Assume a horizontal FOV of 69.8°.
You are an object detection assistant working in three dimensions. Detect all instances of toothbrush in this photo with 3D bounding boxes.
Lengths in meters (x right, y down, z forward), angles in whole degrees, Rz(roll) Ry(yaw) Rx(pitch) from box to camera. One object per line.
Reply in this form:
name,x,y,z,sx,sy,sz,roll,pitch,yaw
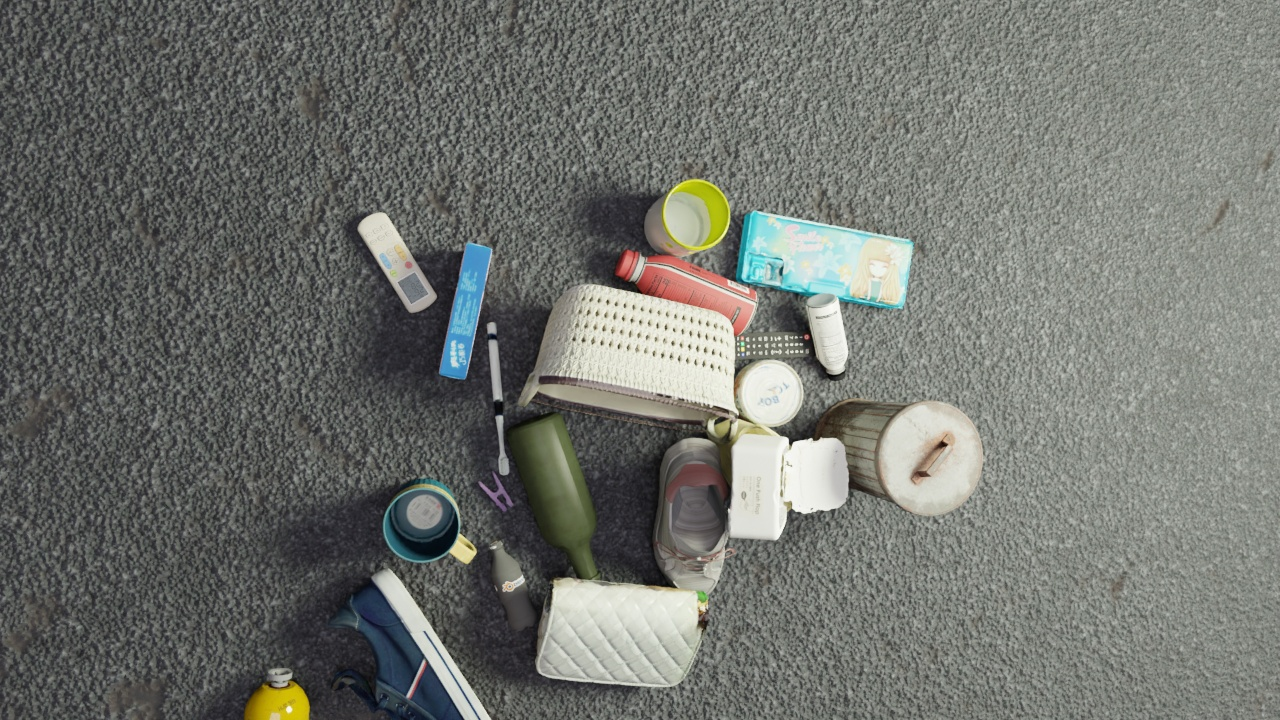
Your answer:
toothbrush,-0.172,0.047,1.112,0.012,0.017,0.187,-6,91,-26

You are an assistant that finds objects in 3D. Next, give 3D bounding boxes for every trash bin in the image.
trash bin,0.308,0.110,1.116,0.130,0.211,0.131,0,90,-12

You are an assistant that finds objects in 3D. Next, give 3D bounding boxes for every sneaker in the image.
sneaker,0.063,0.211,1.085,0.099,0.089,0.236,-2,120,2
sneaker,-0.260,0.393,1.053,0.127,0.121,0.294,-35,94,-23

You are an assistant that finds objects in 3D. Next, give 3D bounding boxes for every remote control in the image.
remote control,0.160,-0.019,1.183,0.146,0.015,0.033,-2,91,-12
remote control,-0.288,-0.116,1.086,0.038,0.018,0.125,-32,97,-10

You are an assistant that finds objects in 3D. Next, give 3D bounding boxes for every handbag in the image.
handbag,0.139,0.125,1.129,0.081,0.119,0.111,-35,99,-4
handbag,-0.026,0.319,1.099,0.194,0.072,0.139,9,125,-12

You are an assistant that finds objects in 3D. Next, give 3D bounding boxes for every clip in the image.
clip,-0.173,0.160,1.116,0.033,0.013,0.051,-39,100,-8

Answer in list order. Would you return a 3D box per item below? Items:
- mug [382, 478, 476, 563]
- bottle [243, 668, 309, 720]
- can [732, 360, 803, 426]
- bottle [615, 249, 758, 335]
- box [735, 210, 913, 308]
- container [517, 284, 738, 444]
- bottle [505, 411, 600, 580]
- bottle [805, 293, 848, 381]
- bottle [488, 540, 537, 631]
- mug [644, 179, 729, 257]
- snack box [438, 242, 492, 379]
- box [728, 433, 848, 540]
mug,-0.238,0.191,1.054,0.113,0.107,0.083,40,80,-9
bottle,-0.413,0.434,1.036,0.071,0.071,0.164,5,89,-12
can,0.161,0.042,1.170,0.086,0.043,0.086,0,90,-10
bottle,0.055,-0.089,1.136,0.176,0.062,0.062,21,86,-11
box,0.240,-0.128,1.187,0.226,0.039,0.094,9,89,-12
container,-0.006,0.006,1.069,0.251,0.185,0.143,11,79,-13
bottle,-0.096,0.168,1.102,0.071,0.071,0.207,-20,94,-11
bottle,0.242,-0.027,1.176,0.041,0.041,0.116,-23,117,-11
bottle,-0.157,0.270,1.107,0.036,0.036,0.110,-20,94,-11
mug,0.054,-0.169,1.114,0.082,0.106,0.082,0,90,-13
snack box,-0.205,-0.055,1.069,0.033,0.088,0.154,12,88,-11
box,0.158,0.137,1.040,0.188,0.101,0.111,-7,100,-54
